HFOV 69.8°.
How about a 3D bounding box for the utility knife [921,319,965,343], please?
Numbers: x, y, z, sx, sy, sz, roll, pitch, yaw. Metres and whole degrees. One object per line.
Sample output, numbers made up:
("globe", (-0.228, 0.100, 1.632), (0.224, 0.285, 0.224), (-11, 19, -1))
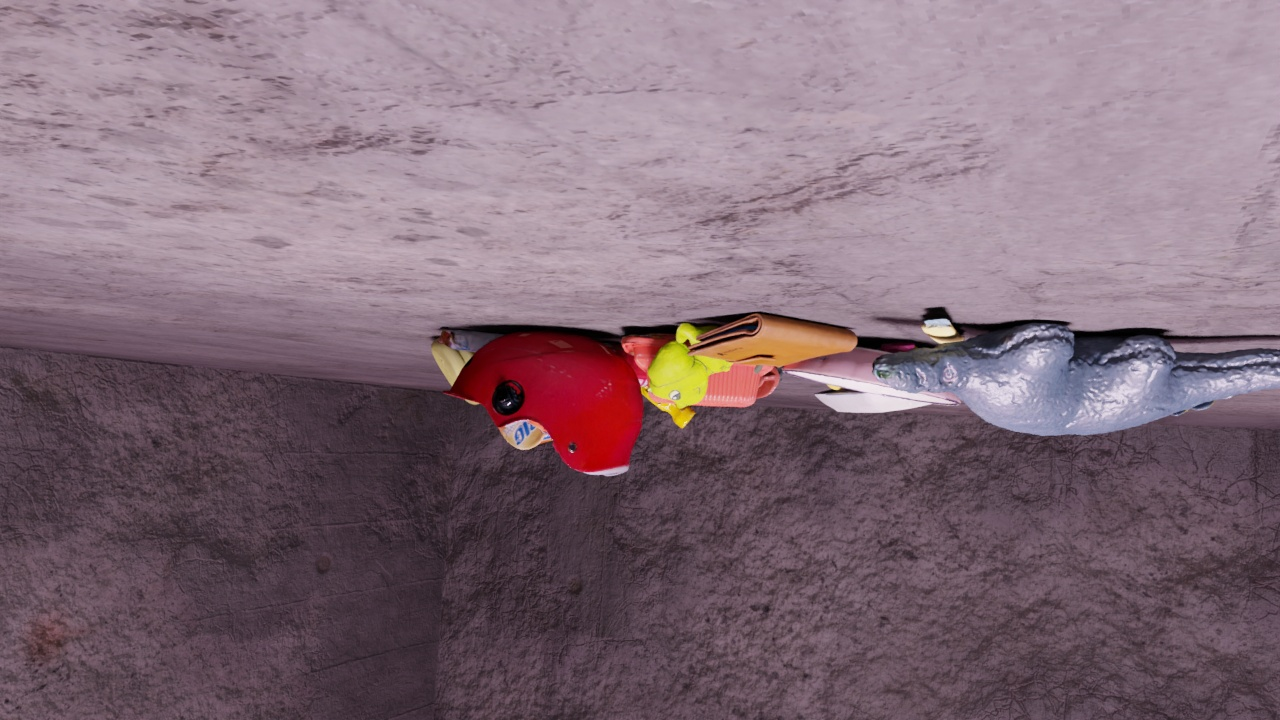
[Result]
("utility knife", (0.267, -0.024, 0.808), (0.031, 0.020, 0.190), (-4, 180, 22))

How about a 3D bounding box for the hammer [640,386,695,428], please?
("hammer", (0.038, 0.034, 1.382), (0.129, 0.033, 0.300), (41, -172, 5))

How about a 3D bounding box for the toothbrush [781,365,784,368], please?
("toothbrush", (0.245, 0.011, 1.323), (0.189, 0.014, 0.016), (6, 176, -36))

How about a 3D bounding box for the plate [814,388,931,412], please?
("plate", (0.341, 0.043, 1.244), (0.162, 0.034, 0.266), (-12, 179, -11))

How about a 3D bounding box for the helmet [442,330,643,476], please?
("helmet", (-0.099, 0.033, 1.084), (0.240, 0.144, 0.207), (26, 177, 13))

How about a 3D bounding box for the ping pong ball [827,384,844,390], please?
("ping pong ball", (0.266, 0.020, 1.230), (0.040, 0.040, 0.040), (4, 176, 0))

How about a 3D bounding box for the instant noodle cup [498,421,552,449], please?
("instant noodle cup", (-0.135, 0.051, 1.359), (0.111, 0.151, 0.152), (-3, -178, -43))

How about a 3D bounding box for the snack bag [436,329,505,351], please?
("snack bag", (-0.201, -0.023, 1.154), (0.104, 0.026, 0.048), (5, 164, -21))

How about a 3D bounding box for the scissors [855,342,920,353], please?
("scissors", (0.271, -0.011, 1.011), (0.133, 0.017, 0.130), (6, 179, 19))

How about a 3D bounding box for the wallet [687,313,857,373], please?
("wallet", (0.123, -0.017, 0.894), (0.130, 0.035, 0.119), (6, 162, -37))

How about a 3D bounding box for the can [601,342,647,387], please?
("can", (-0.007, 0.007, 1.205), (0.132, 0.053, 0.053), (5, 175, -21))

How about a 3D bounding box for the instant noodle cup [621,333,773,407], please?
("instant noodle cup", (0.073, 0.012, 1.047), (0.189, 0.079, 0.164), (2, 176, 4))

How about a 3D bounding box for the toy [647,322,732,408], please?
("toy", (0.049, 0.004, 0.952), (0.100, 0.097, 0.031), (-21, -150, 15))

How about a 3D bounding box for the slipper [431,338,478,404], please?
("slipper", (-0.242, 0.006, 1.317), (0.081, 0.091, 0.191), (-36, 171, -10))

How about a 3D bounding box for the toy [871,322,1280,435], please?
("toy", (0.376, 0.017, 0.812), (0.356, 0.091, 0.138), (1, 163, 1))

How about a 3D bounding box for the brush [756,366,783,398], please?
("brush", (0.125, 0.024, 1.260), (0.146, 0.063, 0.069), (-2, -173, 40))

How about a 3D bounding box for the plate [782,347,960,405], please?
("plate", (0.255, 0.013, 1.009), (0.192, 0.039, 0.192), (11, 178, 0))
